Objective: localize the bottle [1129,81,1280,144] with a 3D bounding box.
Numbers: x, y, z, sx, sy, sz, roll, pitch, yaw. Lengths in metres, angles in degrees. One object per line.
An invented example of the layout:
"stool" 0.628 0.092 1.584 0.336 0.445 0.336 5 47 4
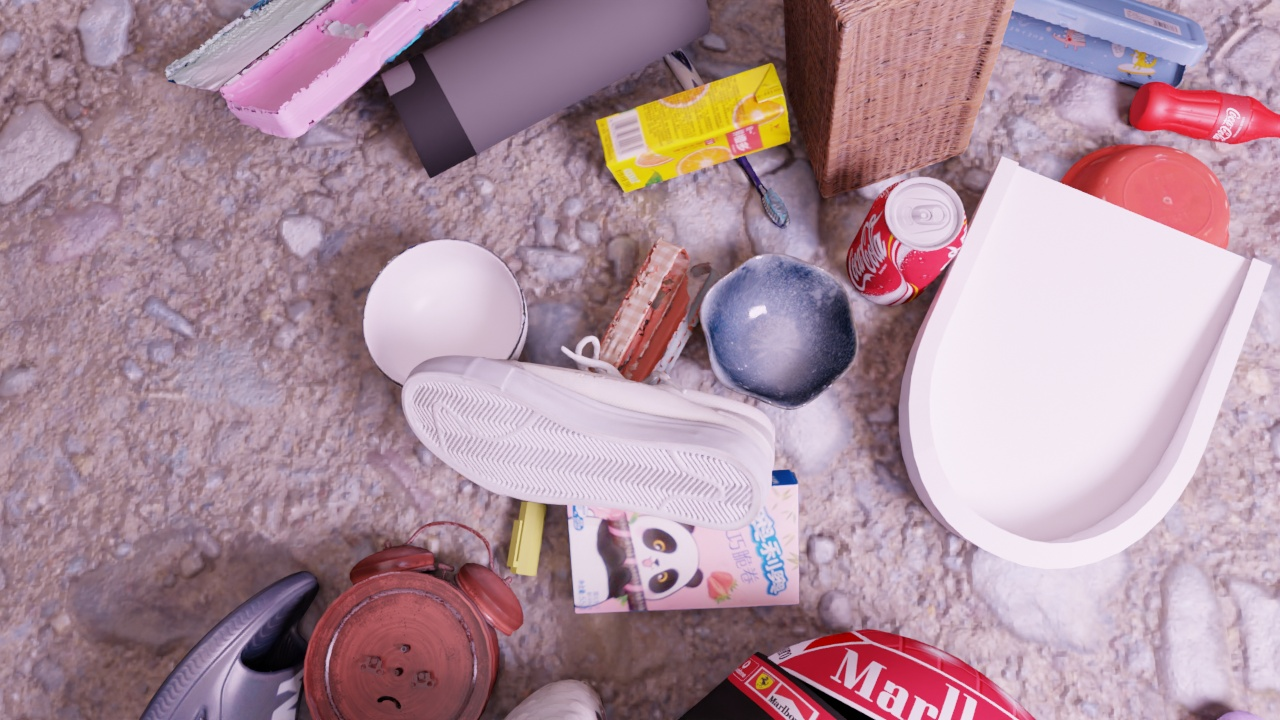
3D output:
"bottle" 0.437 -0.184 0.692 0.119 0.036 0.036 10 77 4

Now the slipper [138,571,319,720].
"slipper" -0.273 0.260 0.573 0.083 0.111 0.268 32 83 6

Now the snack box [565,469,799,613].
"snack box" 0.029 0.122 0.617 0.154 0.033 0.088 -3 103 1

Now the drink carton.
"drink carton" 0.041 -0.171 0.679 0.135 0.058 0.043 -15 76 10

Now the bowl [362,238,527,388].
"bowl" -0.135 -0.024 0.658 0.113 0.063 0.113 0 76 1

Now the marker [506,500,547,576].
"marker" -0.075 0.089 0.651 0.018 0.021 0.123 -8 69 46

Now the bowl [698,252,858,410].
"bowl" 0.096 -0.016 0.653 0.110 0.055 0.110 -1 76 2

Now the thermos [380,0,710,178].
"thermos" -0.072 -0.230 0.691 0.240 0.082 0.082 -28 77 -2

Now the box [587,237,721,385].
"box" 0.000 0.007 0.659 0.064 0.056 0.188 26 81 13

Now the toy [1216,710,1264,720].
"toy" 0.391 0.279 0.583 0.080 0.036 0.099 -34 73 4

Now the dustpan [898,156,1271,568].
"dustpan" 0.285 0.010 0.617 0.191 0.053 0.257 25 89 9

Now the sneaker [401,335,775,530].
"sneaker" -0.031 0.039 0.593 0.242 0.090 0.090 12 121 12

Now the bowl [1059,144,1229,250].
"bowl" 0.375 -0.108 0.671 0.130 0.045 0.130 -1 76 2

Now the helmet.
"helmet" 0.121 0.264 0.513 0.271 0.198 0.224 27 79 16

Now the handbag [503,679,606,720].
"handbag" -0.071 0.259 0.522 0.072 0.195 0.138 40 84 4

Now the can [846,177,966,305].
"can" 0.184 -0.082 0.640 0.064 0.105 0.064 0 76 1

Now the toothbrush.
"toothbrush" 0.065 -0.181 0.713 0.016 0.017 0.189 -29 76 -4

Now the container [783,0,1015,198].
"container" 0.164 -0.220 0.629 0.114 0.199 0.112 -18 65 0

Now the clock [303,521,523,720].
"clock" -0.144 0.184 0.603 0.120 0.072 0.157 15 78 5

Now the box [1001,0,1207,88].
"box" 0.329 -0.267 0.726 0.210 0.059 0.068 21 48 5

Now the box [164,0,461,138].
"box" -0.239 -0.263 0.711 0.159 0.035 0.229 21 60 32
